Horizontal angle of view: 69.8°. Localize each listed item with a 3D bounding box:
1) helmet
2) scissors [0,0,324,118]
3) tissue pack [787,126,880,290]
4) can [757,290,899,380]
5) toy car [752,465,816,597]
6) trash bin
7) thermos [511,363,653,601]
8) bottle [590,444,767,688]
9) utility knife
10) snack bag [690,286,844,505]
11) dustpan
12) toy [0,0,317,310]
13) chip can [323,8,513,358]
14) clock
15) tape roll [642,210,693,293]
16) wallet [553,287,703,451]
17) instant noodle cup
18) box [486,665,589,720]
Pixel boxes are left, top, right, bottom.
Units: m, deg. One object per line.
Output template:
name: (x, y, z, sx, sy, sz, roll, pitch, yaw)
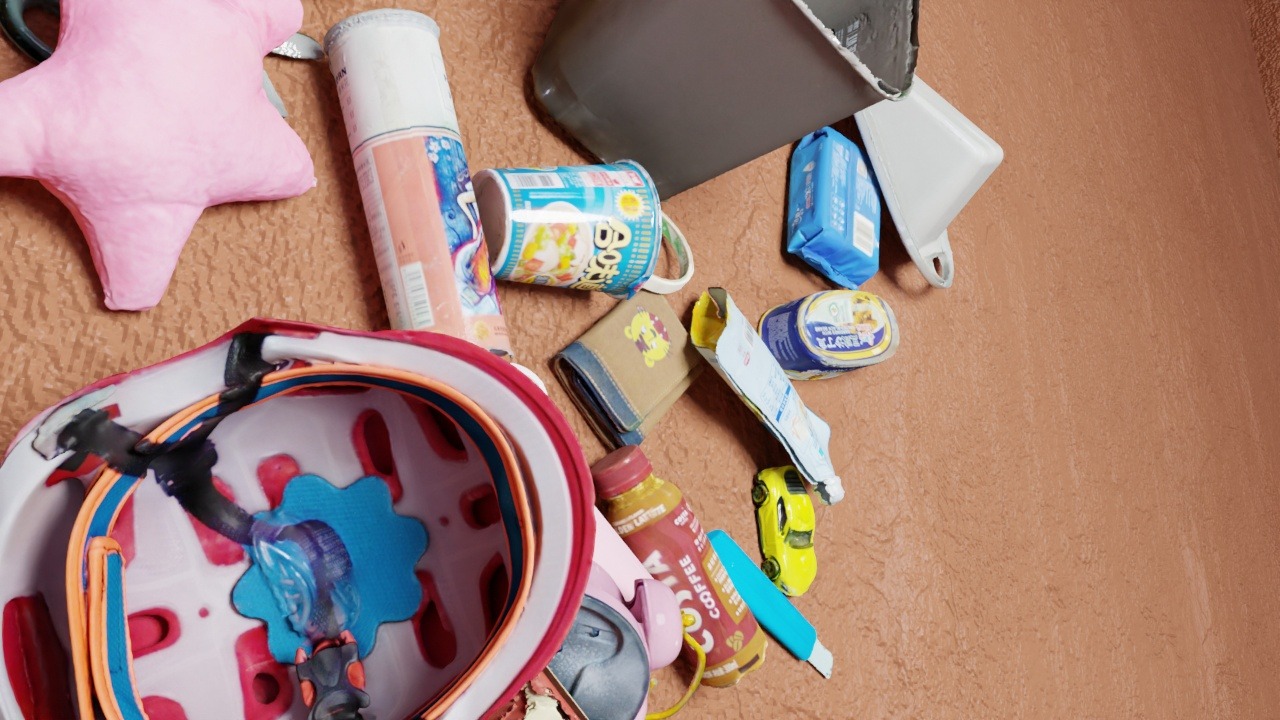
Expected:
helmet: (-0.147, 0.094, 0.419, 0.239, 0.144, 0.207, -20, 82, -19)
scissors: (-0.267, -0.220, 0.519, 0.170, 0.019, 0.179, -4, 79, -41)
tissue pack: (0.183, -0.146, 0.869, 0.095, 0.052, 0.156, 26, 60, -35)
can: (0.171, -0.024, 0.822, 0.147, 0.049, 0.074, -4, 80, -42)
toy car: (0.121, 0.137, 0.739, 0.048, 0.032, 0.105, 5, 75, -41)
trash bin: (0.056, -0.246, 0.666, 0.198, 0.220, 0.198, 36, 50, -27)
thermos: (-0.055, 0.092, 0.564, 0.198, 0.087, 0.067, 55, 7, -15)
bottle: (0.024, 0.141, 0.634, 0.057, 0.058, 0.175, -39, 103, -42)
utility knife: (0.101, 0.193, 0.713, 0.179, 0.018, 0.034, 47, 65, -22)
snack bag: (0.108, 0.031, 0.738, 0.191, 0.039, 0.110, 49, 15, -26)
dustpan: (0.266, -0.209, 0.952, 0.258, 0.143, 0.222, 44, 27, 12)
toy: (-0.240, -0.119, 0.468, 0.178, 0.075, 0.194, 28, 77, -52)
chip can: (-0.135, -0.097, 0.560, 0.071, 0.071, 0.214, -9, 83, -43)
clock: (-0.038, 0.168, 0.519, 0.158, 0.059, 0.117, 19, 107, -12)
tape roll: (0.004, -0.090, 0.702, 0.085, 0.014, 0.085, 26, 43, -27)
wallet: (-0.004, 0.004, 0.673, 0.090, 0.033, 0.115, 56, 45, -12)
instant noodle cup: (-0.057, -0.090, 0.617, 0.109, 0.099, 0.099, -2, 78, -35)
box: (-0.096, 0.224, 0.435, 0.168, 0.077, 0.091, -36, 112, -12)
